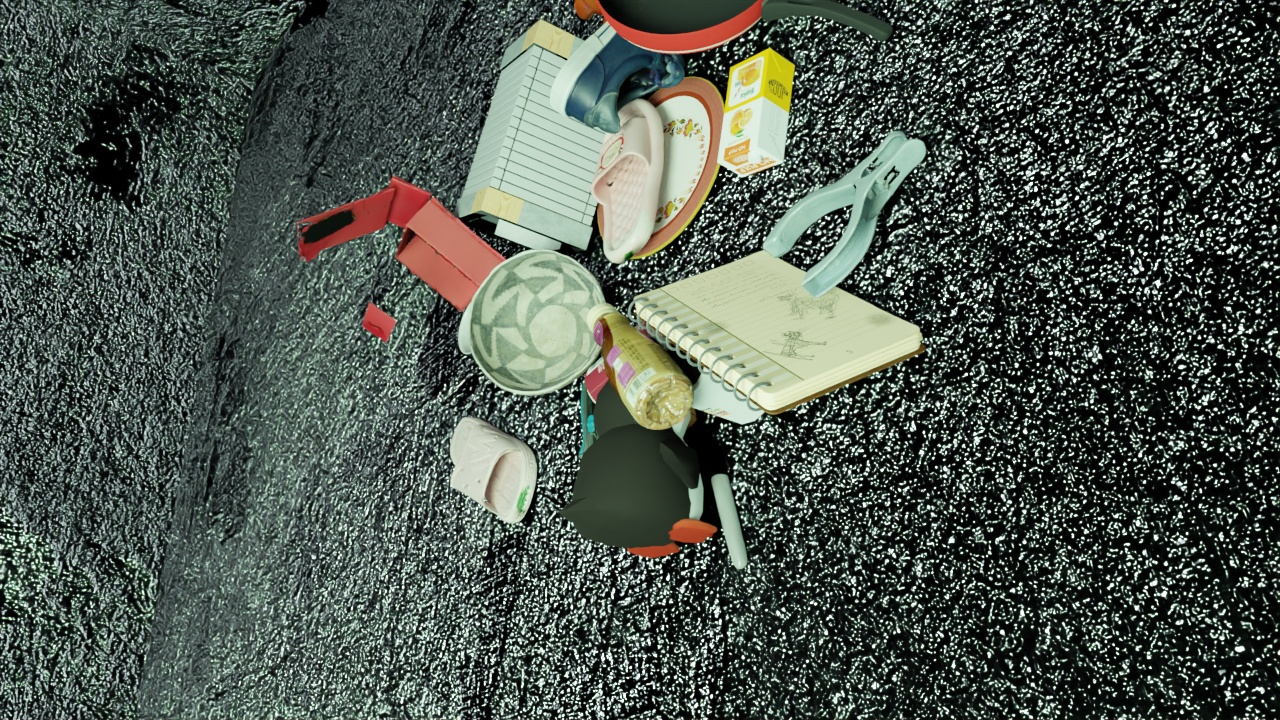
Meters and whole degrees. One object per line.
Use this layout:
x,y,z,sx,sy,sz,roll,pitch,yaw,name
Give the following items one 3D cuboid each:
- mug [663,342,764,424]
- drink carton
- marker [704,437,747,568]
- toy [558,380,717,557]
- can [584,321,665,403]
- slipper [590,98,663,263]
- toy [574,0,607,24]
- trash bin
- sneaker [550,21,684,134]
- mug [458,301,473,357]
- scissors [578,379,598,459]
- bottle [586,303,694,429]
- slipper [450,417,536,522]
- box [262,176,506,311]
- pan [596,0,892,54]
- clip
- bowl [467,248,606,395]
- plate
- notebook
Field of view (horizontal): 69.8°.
0.081,0.010,0.862,0.105,0.089,0.073,-22,58,46,mug
0.122,-0.259,0.975,0.059,0.040,0.122,-10,67,50,drink carton
0.082,0.132,0.870,0.022,0.016,0.138,-24,53,16,marker
-0.008,0.083,0.899,0.160,0.140,0.183,-38,42,52,toy
-0.006,0.006,1.000,0.114,0.063,0.063,-41,45,34,can
-0.020,-0.214,1.086,0.107,0.055,0.221,-30,50,44,slipper
-0.013,-0.510,1.236,0.172,0.092,0.164,29,100,41,toy
-0.125,-0.281,1.198,0.143,0.142,0.247,7,80,65,trash bin
0.027,-0.379,1.091,0.294,0.127,0.121,-54,-8,-18,sneaker
-0.183,-0.048,1.229,0.085,0.094,0.121,-47,42,28,mug
-0.050,0.079,1.061,0.123,0.019,0.148,-51,46,19,scissors
-0.009,-0.003,0.856,0.060,0.059,0.166,-58,37,17,bottle
-0.210,0.131,1.208,0.239,0.064,0.094,28,97,55,slipper
-0.344,-0.175,1.254,0.211,0.318,0.121,164,122,-70,box
0.109,-0.387,0.974,0.356,0.067,0.208,33,75,26,pan
0.186,-0.117,0.802,0.174,0.030,0.158,-40,33,27,clip
-0.117,-0.040,1.130,0.178,0.081,0.178,-3,77,14,bowl
0.027,-0.228,1.100,0.230,0.021,0.229,-27,54,44,plate
0.108,-0.033,0.802,0.225,0.167,0.024,39,144,52,notebook
